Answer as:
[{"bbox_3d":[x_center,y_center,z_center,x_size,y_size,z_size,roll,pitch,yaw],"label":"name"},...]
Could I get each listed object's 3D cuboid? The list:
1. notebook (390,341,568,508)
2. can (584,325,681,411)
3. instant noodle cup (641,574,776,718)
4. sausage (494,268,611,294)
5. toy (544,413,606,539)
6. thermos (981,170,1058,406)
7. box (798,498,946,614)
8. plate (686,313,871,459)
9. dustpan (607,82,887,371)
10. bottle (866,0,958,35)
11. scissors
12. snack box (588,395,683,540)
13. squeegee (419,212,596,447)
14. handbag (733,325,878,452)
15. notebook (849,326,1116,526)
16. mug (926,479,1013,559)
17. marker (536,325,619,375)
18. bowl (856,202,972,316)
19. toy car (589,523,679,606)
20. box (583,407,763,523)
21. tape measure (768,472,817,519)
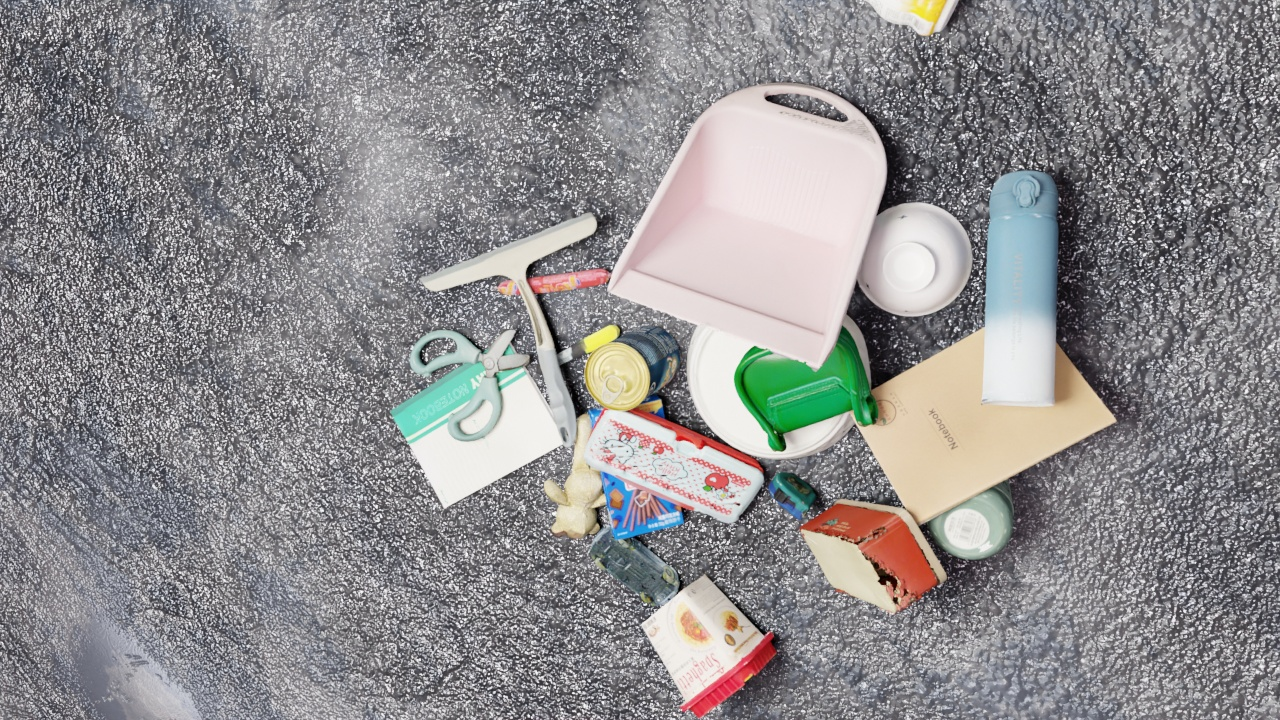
[{"bbox_3d":[-0.210,0.083,1.169,0.210,0.012,0.150,-30,91,23],"label":"notebook"},{"bbox_3d":[-0.006,0.006,1.024,0.075,0.111,0.075,5,104,20],"label":"can"},{"bbox_3d":[0.076,0.331,1.080,0.117,0.116,0.124,-46,74,23],"label":"instant noodle cup"},{"bbox_3d":[-0.104,-0.091,1.084,0.156,0.020,0.020,-5,101,21],"label":"sausage"},{"bbox_3d":[-0.068,0.141,1.111,0.105,0.066,0.157,6,105,-26],"label":"toy"},{"bbox_3d":[0.359,-0.066,0.867,0.070,0.070,0.220,2,85,19],"label":"thermos"},{"bbox_3d":[0.229,0.205,0.951,0.079,0.168,0.091,-31,92,-12],"label":"box"},{"bbox_3d":[0.146,0.017,1.009,0.205,0.045,0.205,4,104,18],"label":"plate"},{"bbox_3d":[0.117,-0.153,0.894,0.223,0.272,0.139,18,133,11],"label":"dustpan"},{"bbox_3d":[0.246,-0.354,0.871,0.108,0.063,0.063,27,110,11],"label":"bottle"},{"bbox_3d":[-0.206,0.033,1.140,0.174,0.019,0.177,-4,99,21],"label":"scissors"},{"bbox_3d":[-0.005,0.126,1.079,0.084,0.026,0.157,-12,100,-9],"label":"snack box"},{"bbox_3d":[-0.115,-0.018,1.076,0.247,0.039,0.246,-17,94,26],"label":"squeegee"},{"bbox_3d":[0.168,0.026,0.941,0.131,0.067,0.120,-22,96,23],"label":"handbag"},{"bbox_3d":[0.329,0.052,0.908,0.208,0.008,0.147,-31,58,11],"label":"notebook"},{"bbox_3d":[0.328,0.139,0.941,0.082,0.106,0.112,-43,86,24],"label":"mug"},{"bbox_3d":[-0.076,-0.012,1.097,0.124,0.015,0.018,-26,93,26],"label":"marker"},{"bbox_3d":[0.272,-0.097,0.925,0.118,0.064,0.118,5,105,18],"label":"bowl"},{"bbox_3d":[-0.006,0.250,1.125,0.120,0.036,0.054,40,112,-4],"label":"toy car"},{"bbox_3d":[0.037,0.118,1.036,0.201,0.048,0.087,24,110,-10],"label":"box"},{"bbox_3d":[0.171,0.148,1.025,0.054,0.058,0.025,37,112,12],"label":"tape measure"}]
